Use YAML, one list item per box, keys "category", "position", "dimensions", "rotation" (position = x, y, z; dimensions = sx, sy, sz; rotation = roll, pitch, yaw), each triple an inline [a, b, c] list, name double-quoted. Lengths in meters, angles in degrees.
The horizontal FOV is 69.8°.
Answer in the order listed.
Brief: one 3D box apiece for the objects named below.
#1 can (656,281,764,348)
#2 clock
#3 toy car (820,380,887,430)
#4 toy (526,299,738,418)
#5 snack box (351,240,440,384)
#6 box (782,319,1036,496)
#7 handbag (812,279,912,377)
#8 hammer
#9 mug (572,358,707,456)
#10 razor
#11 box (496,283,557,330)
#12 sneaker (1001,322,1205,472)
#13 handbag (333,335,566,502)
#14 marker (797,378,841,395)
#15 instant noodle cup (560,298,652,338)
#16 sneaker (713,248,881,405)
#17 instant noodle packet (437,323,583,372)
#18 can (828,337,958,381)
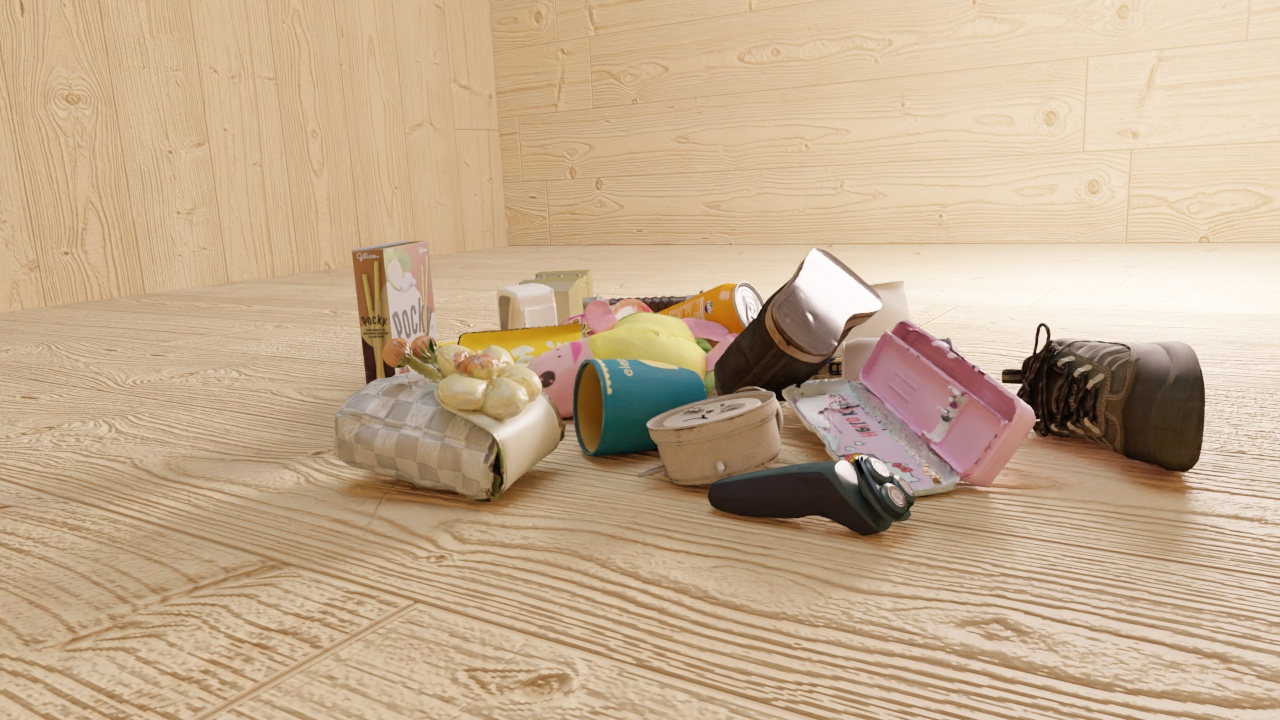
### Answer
- category: "can"
  position: [0.073, -0.036, 1.076]
  dimensions: [0.143, 0.079, 0.078]
  rotation: [-22, -2, 36]
- category: "clock"
  position: [0.075, 0.060, 0.742]
  dimensions: [0.104, 0.061, 0.156]
  rotation: [-9, 8, 41]
- category: "toy car"
  position: [0.196, 0.049, 0.843]
  dimensions: [0.048, 0.033, 0.105]
  rotation: [0, 22, -3]
- category: "toy"
  position: [-0.006, 0.006, 0.959]
  dimensions: [0.238, 0.088, 0.190]
  rotation: [-16, 48, -15]
- category: "snack box"
  position: [-0.237, -0.021, 0.909]
  dimensions: [0.032, 0.186, 0.101]
  rotation: [0, 12, 11]
- category: "box"
  position: [0.215, 0.046, 0.752]
  dimensions: [0.150, 0.073, 0.201]
  rotation: [-34, 24, 3]
- category: "handbag"
  position: [0.218, -0.024, 1.120]
  dimensions: [0.200, 0.093, 0.200]
  rotation: [-11, -6, -34]
- category: "hammer"
  position: [-0.003, -0.082, 1.380]
  dimensions: [0.325, 0.101, 0.190]
  rotation: [-2, 11, 5]
- category: "mug"
  position: [-0.004, 0.038, 0.826]
  dimensions: [0.104, 0.084, 0.112]
  rotation: [-1, 7, -22]
- category: "razor"
  position: [0.112, 0.093, 0.628]
  dimensions: [0.143, 0.052, 0.047]
  rotation: [-7, 6, 32]
- category: "box"
  position: [-0.158, -0.044, 1.218]
  dimensions: [0.076, 0.107, 0.102]
  rotation: [-11, 14, -23]
- category: "sneaker"
  position: [0.358, 0.021, 0.757]
  dimensions: [0.143, 0.101, 0.237]
  rotation: [3, 7, 10]
- category: "handbag"
  position: [-0.162, 0.041, 0.741]
  dimensions: [0.172, 0.123, 0.112]
  rotation: [8, 20, 21]
- category: "marker"
  position: [0.233, 0.025, 0.994]
  dimensions: [0.146, 0.017, 0.017]
  rotation: [-4, 11, -7]
- category: "instant noodle cup"
  position: [-0.046, -0.025, 1.147]
  dimensions: [0.097, 0.098, 0.109]
  rotation: [-13, 7, -41]
- category: "sneaker"
  position: [0.161, -0.030, 0.929]
  dimensions: [0.095, 0.120, 0.234]
  rotation: [41, 38, 2]
- category: "instant noodle packet"
  position: [-0.191, 0.002, 1.095]
  dimensions: [0.162, 0.084, 0.222]
  rotation: [-9, 6, -38]
- category: "can"
  position: [0.260, 0.009, 0.947]
  dimensions: [0.127, 0.064, 0.064]
  rotation: [0, 12, 14]
